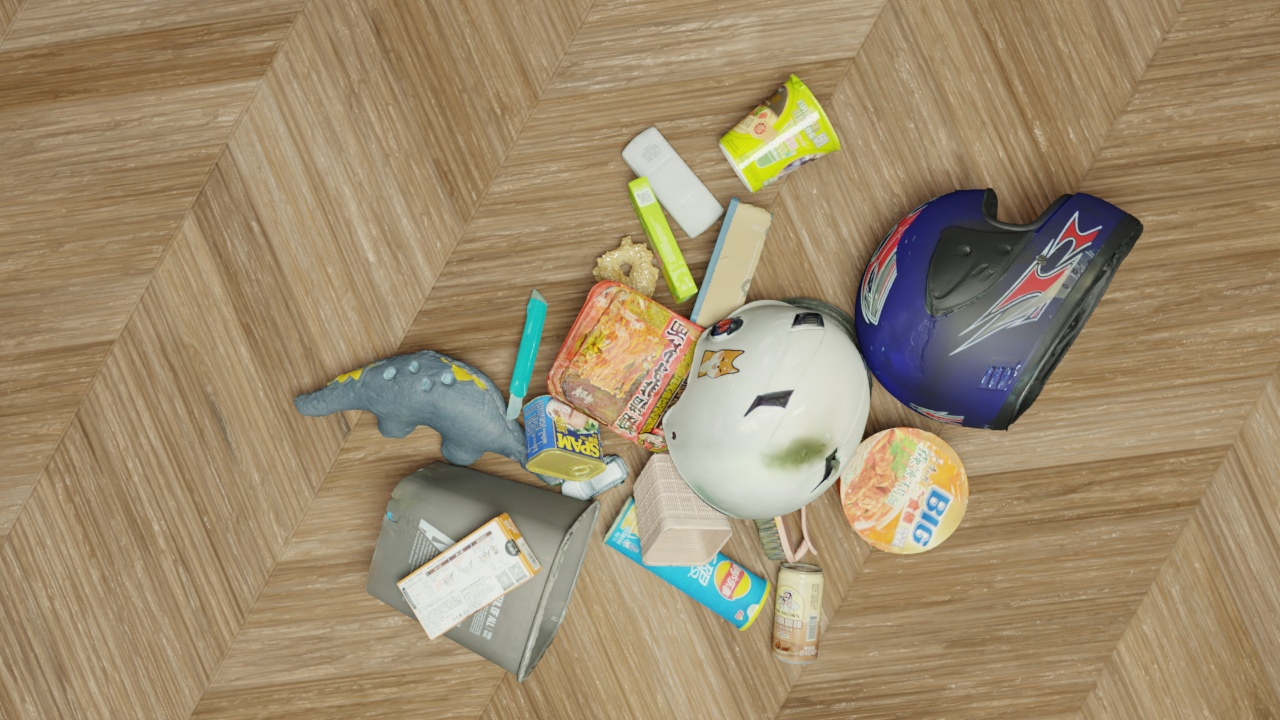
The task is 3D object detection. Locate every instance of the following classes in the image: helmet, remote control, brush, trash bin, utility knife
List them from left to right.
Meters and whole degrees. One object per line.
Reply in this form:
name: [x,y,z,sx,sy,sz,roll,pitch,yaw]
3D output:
trash bin: [-0.189,0.237,1.108,0.220,0.198,0.199,20,99,7]
utility knife: [-0.146,-0.008,1.165,0.029,0.013,0.181,24,62,-28]
brush: [0.003,-0.033,1.184,0.083,0.046,0.254,-16,93,-2]
remote control: [0.041,-0.230,1.188,0.058,0.021,0.150,-39,89,1]
brush: [0.176,0.185,1.161,0.073,0.063,0.145,-17,90,12]
helmet: [0.168,0.054,1.048,0.230,0.157,0.273,43,72,-19]
helmet: [0.391,-0.083,1.073,0.240,0.247,0.315,35,83,23]

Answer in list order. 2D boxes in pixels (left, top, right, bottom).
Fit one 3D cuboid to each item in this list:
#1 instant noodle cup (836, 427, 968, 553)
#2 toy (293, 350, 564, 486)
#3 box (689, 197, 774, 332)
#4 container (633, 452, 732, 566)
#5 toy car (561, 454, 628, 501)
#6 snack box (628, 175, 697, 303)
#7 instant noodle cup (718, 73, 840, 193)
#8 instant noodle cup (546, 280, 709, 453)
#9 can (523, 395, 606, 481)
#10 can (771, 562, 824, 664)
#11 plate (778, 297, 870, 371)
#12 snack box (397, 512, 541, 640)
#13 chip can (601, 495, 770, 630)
instant noodle cup: [0.311,0.154,1.133,0.151,0.111,0.151,0,90,2]
toy: [-0.253,0.061,1.158,0.356,0.091,0.138,19,101,-1]
box: [0.115,-0.118,1.153,0.061,0.090,0.184,17,88,3]
container: [0.046,0.178,1.109,0.090,0.090,0.110,6,49,-21]
toy car: [-0.060,0.156,1.184,0.090,0.034,0.043,-28,92,3]
snack box: [0.027,-0.149,1.156,0.026,0.086,0.156,-24,90,-1]
instant noodle cup: [0.168,-0.275,1.147,0.123,0.111,0.111,-34,89,8]
instant noodle cup: [-0.007,0.007,1.128,0.189,0.079,0.164,29,95,-8]
can: [-0.096,0.096,1.141,0.057,0.102,0.083,-34,52,35]
can: [0.199,0.319,1.162,0.058,0.058,0.116,5,90,1]
plate: [0.203,0.007,1.179,0.179,0.024,0.179,0,88,2]
snack box: [-0.189,0.237,1.003,0.154,0.026,0.075,-35,85,17]
chip can: [0.057,0.256,1.160,0.210,0.071,0.071,32,90,1]
